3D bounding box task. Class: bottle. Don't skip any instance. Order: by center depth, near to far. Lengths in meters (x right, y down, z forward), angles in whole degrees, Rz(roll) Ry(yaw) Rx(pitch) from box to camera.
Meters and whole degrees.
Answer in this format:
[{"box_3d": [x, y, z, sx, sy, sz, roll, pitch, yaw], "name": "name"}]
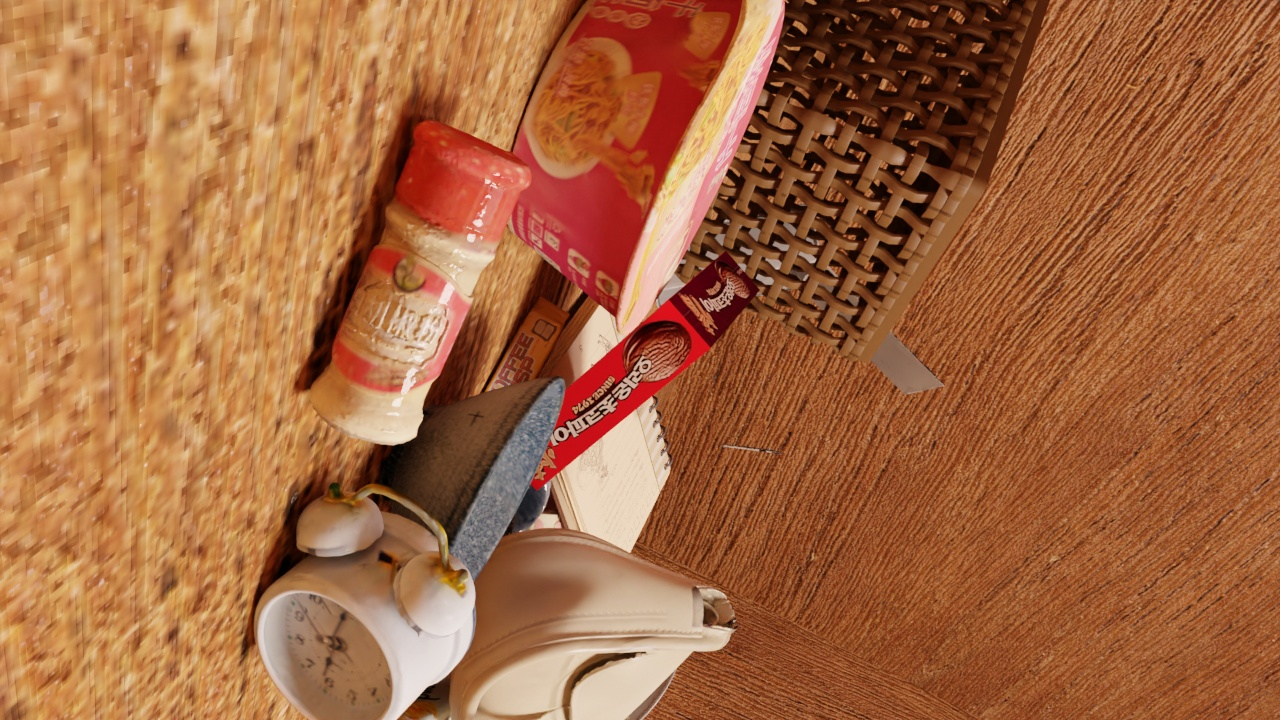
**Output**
[{"box_3d": [-0.077, -0.026, 0.317, 0.109, 0.044, 0.044, -64, 175, 12], "name": "bottle"}]

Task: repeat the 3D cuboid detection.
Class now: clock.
[{"box_3d": [-0.112, 0.100, 0.385, 0.118, 0.083, 0.056, -65, 168, 26], "name": "clock"}]

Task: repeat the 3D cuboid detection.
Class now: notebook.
[{"box_3d": [-0.028, 0.060, 0.765, 0.167, 0.024, 0.226, -58, 144, -45], "name": "notebook"}]

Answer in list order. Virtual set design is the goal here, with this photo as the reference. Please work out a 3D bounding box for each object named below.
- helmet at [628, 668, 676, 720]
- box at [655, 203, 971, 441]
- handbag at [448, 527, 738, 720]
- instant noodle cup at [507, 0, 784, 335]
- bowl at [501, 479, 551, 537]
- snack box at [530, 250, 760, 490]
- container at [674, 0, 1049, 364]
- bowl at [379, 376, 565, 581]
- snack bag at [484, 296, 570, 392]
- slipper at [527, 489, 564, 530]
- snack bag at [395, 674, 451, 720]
[{"box_3d": [-0.104, 0.252, 0.811, 0.272, 0.118, 0.182, -22, -149, 25], "name": "helmet"}, {"box_3d": [0.156, -0.039, 0.916, 0.165, 0.330, 0.167, -50, 174, -1], "name": "box"}, {"box_3d": [-0.045, 0.225, 0.608, 0.230, 0.184, 0.131, -54, -145, 42], "name": "handbag"}, {"box_3d": [-0.002, -0.109, 0.458, 0.178, 0.078, 0.179, -61, 173, -13], "name": "instant noodle cup"}, {"box_3d": [-0.101, 0.100, 0.637, 0.110, 0.055, 0.110, -63, 175, -10], "name": "bowl"}, {"box_3d": [-0.004, 0.003, 0.597, 0.152, 0.036, 0.132, -40, -178, 27], "name": "snack box"}, {"box_3d": [0.152, -0.184, 0.732, 0.250, 0.214, 0.220, -60, 172, -33], "name": "container"}, {"box_3d": [-0.095, 0.058, 0.470, 0.137, 0.057, 0.137, -63, 175, -10], "name": "bowl"}, {"box_3d": [-0.077, 0.007, 0.576, 0.099, 0.026, 0.020, -61, 180, -7], "name": "snack bag"}, {"box_3d": [-0.099, 0.136, 0.747, 0.082, 0.093, 0.196, 83, 26, -44], "name": "slipper"}, {"box_3d": [-0.191, 0.299, 0.655, 0.247, 0.068, 0.159, 82, 31, -81], "name": "snack bag"}]
